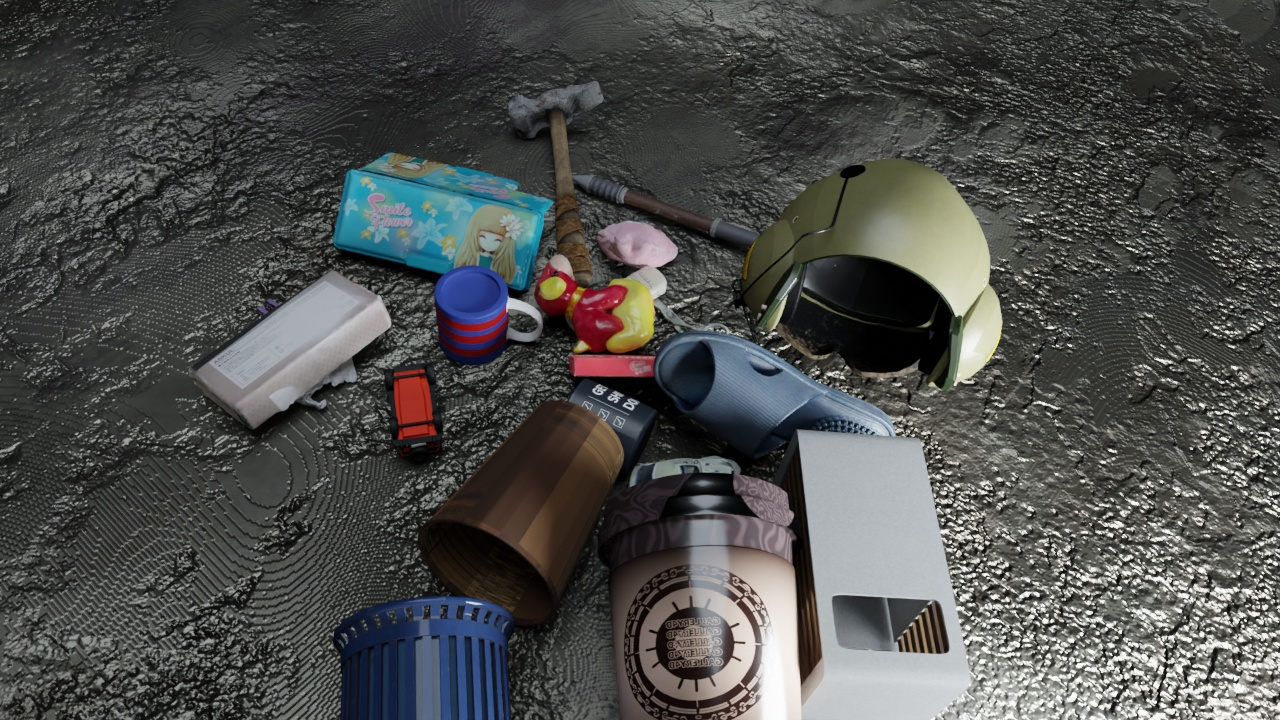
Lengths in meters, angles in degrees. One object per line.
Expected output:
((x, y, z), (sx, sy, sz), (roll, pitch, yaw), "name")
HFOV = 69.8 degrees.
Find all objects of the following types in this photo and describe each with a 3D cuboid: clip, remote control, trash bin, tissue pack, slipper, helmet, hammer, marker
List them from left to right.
((-0.387, -0.051, 0.987), (0.053, 0.013, 0.037), (17, 51, 9), "clip")
((-0.346, -0.006, 0.931), (0.104, 0.071, 0.180), (28, 53, 29), "tissue pack")
((-0.151, 0.313, 0.655), (0.139, 0.140, 0.249), (-3, 54, -10), "trash bin")
((-0.093, -0.220, 1.129), (0.121, 0.049, 0.318), (-13, 58, 7), "hammer")
((-0.027, -0.066, 1.036), (0.125, 0.018, 0.038), (-32, 61, -18), "remote control")
((0.057, -0.177, 1.131), (0.322, 0.043, 0.155), (21, 52, 12), "hammer")
((0.080, 0.123, 0.905), (0.025, 0.025, 0.125), (21, 52, 9), "marker")
((0.130, 0.060, 0.892), (0.263, 0.101, 0.082), (22, 42, -13), "slipper")
((0.191, 0.188, 0.811), (0.114, 0.115, 0.228), (4, 52, -4), "trash bin")
((0.228, -0.071, 0.917), (0.250, 0.256, 0.232), (20, 54, 6), "helmet")

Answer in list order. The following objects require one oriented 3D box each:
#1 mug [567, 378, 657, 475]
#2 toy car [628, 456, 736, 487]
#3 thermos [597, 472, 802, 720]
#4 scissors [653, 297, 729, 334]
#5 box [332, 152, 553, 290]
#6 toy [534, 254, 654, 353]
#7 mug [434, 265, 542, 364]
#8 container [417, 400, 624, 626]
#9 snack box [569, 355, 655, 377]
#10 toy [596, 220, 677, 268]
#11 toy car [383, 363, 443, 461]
((-0.028, 0.060, 0.920), (0.077, 0.071, 0.104), (24, 26, 11), "mug")
((0.039, 0.115, 0.884), (0.105, 0.033, 0.047), (-7, 42, 12), "toy car")
((0.052, 0.226, 0.738), (0.172, 0.173, 0.225), (2, 58, -6), "thermos")
((0.035, -0.037, 1.034), (0.172, 0.014, 0.090), (23, 69, 22), "scissors")
((-0.220, -0.177, 1.058), (0.227, 0.084, 0.172), (13, 61, 3), "box")
((-0.051, -0.053, 0.988), (0.137, 0.067, 0.105), (22, 63, 2), "toy")
((-0.160, -0.047, 0.973), (0.112, 0.076, 0.074), (5, 52, -4), "mug")
((-0.095, 0.128, 0.820), (0.132, 0.132, 0.166), (24, 47, 11), "container")
((-0.006, 0.006, 0.951), (0.133, 0.089, 0.021), (1, 91, -7), "snack box")
((-0.006, -0.135, 1.064), (0.099, 0.095, 0.053), (13, 96, 3), "toy")
((-0.224, 0.050, 0.906), (0.051, 0.049, 0.100), (-8, 53, -13), "toy car")
